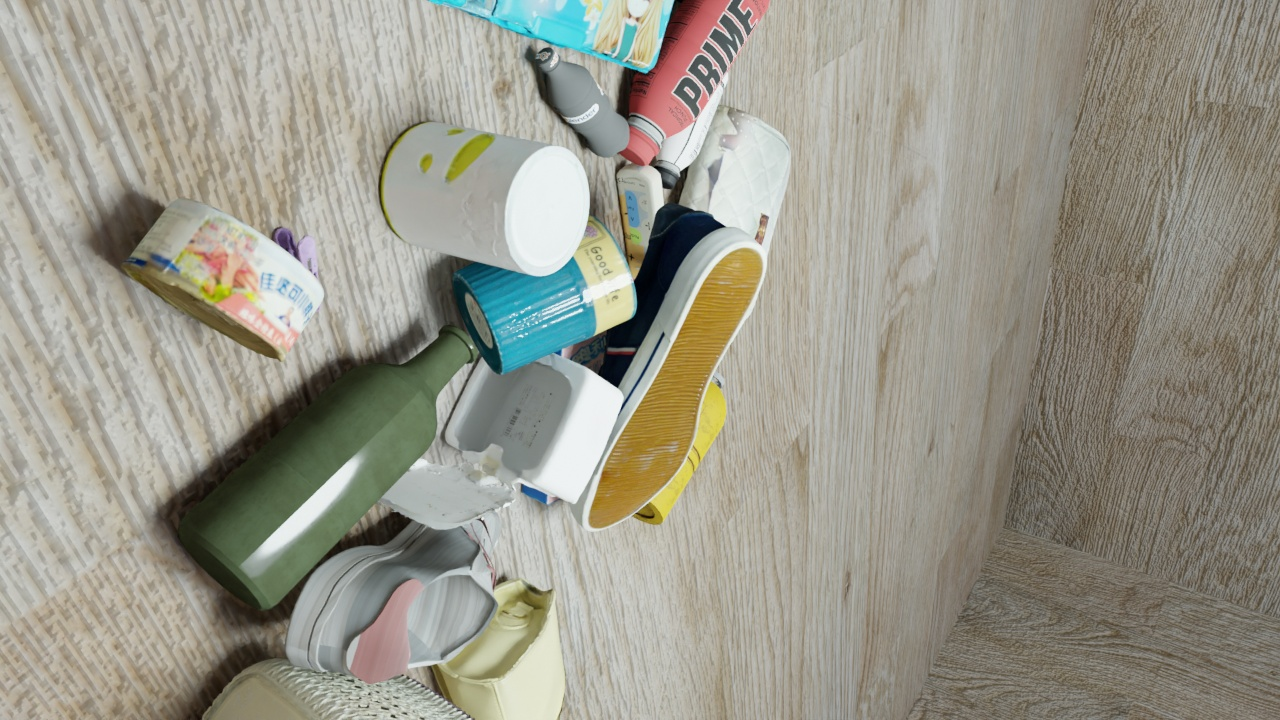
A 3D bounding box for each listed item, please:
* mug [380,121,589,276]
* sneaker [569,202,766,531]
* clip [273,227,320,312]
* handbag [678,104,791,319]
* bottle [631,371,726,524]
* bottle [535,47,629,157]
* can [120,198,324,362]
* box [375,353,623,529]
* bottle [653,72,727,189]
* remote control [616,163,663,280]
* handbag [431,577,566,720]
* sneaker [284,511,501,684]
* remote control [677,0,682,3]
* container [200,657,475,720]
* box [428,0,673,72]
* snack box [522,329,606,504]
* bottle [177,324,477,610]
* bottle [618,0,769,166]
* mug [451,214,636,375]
[{"bbox_3d":[-0.097,-0.103,0.580,0.082,0.106,0.083,-33,131,-47],"label":"mug"},{"bbox_3d":[-0.004,0.004,0.752,0.120,0.127,0.295,-6,127,-44],"label":"sneaker"},{"bbox_3d":[-0.196,-0.051,0.531,0.013,0.033,0.051,-38,135,-45],"label":"clip"},{"bbox_3d":[0.085,-0.135,0.885,0.138,0.072,0.195,7,99,-58],"label":"handbag"},{"bbox_3d":[0.034,0.076,0.912,0.163,0.071,0.071,-55,145,-26],"label":"bottle"},{"bbox_3d":[-0.044,-0.193,0.685,0.110,0.036,0.036,40,71,-57],"label":"bottle"},{"bbox_3d":[-0.207,-0.039,0.459,0.043,0.086,0.086,-62,147,-18],"label":"can"},{"bbox_3d":[-0.102,0.066,0.660,0.188,0.111,0.101,-53,142,-27],"label":"box"},{"bbox_3d":[0.039,-0.207,0.806,0.041,0.041,0.116,32,78,-58],"label":"bottle"},{"bbox_3d":[0.004,-0.112,0.801,0.018,0.038,0.126,-42,138,-40],"label":"remote control"},{"bbox_3d":[-0.110,0.262,0.775,0.110,0.081,0.119,-49,141,-46],"label":"handbag"},{"bbox_3d":[-0.133,0.155,0.623,0.235,0.089,0.099,-25,135,-72],"label":"sneaker"},{"bbox_3d":[0.018,-0.321,0.740,0.146,0.015,0.033,1,104,-58],"label":"remote control"},{"bbox_3d":[-0.174,0.285,0.537,0.143,0.252,0.184,46,68,-44],"label":"container"},{"bbox_3d":[-0.053,-0.261,0.615,0.226,0.039,0.094,-6,119,-54],"label":"box"},{"bbox_3d":[-0.056,0.039,0.786,0.087,0.033,0.154,-16,119,-54],"label":"snack box"},{"bbox_3d":[-0.178,0.053,0.565,0.206,0.071,0.071,-49,142,-33],"label":"bottle"},{"bbox_3d":[0.037,-0.241,0.755,0.176,0.062,0.062,-58,147,-5],"label":"bottle"},{"bbox_3d":[-0.076,-0.059,0.650,0.107,0.113,0.083,-26,173,-17],"label":"mug"}]
